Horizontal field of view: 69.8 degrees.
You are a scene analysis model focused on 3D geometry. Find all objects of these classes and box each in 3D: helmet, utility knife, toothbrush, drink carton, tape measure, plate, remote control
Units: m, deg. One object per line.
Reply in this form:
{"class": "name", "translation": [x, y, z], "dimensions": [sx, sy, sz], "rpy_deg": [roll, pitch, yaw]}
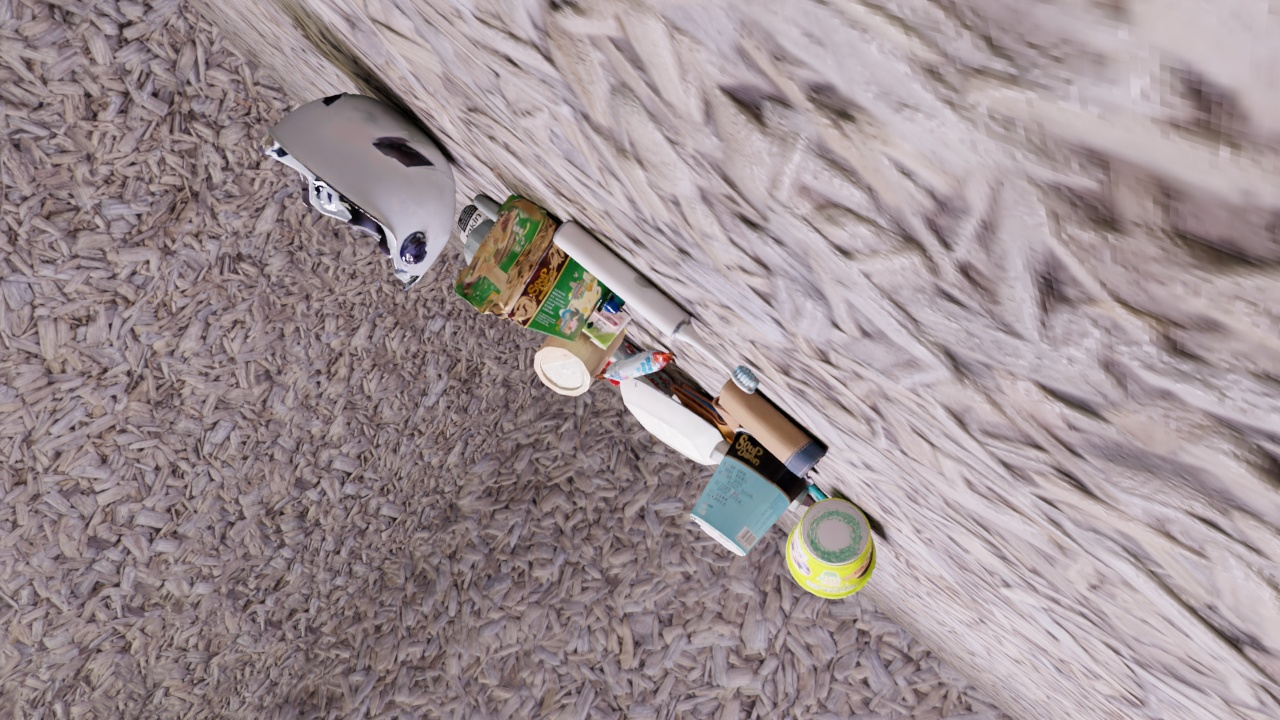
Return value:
{"class": "helmet", "translation": [-0.303, -0.215, 1.061], "dimensions": [0.229, 0.145, 0.259], "rpy_deg": [39, 167, 12]}
{"class": "utility knife", "translation": [0.242, 0.186, 1.211], "dimensions": [0.185, 0.013, 0.029], "rpy_deg": [43, 178, -30]}
{"class": "toothbrush", "translation": [0.013, -0.045, 0.788], "dimensions": [0.221, 0.026, 0.026], "rpy_deg": [40, 142, 13]}
{"class": "drink carton", "translation": [-0.072, -0.072, 1.096], "dimensions": [0.122, 0.053, 0.045], "rpy_deg": [42, 175, -20]}
{"class": "tape measure", "translation": [-0.044, -0.076, 0.993], "dimensions": [0.054, 0.025, 0.058], "rpy_deg": [45, 171, -21]}
{"class": "plate", "translation": [0.047, 0.094, 1.308], "dimensions": [0.162, 0.034, 0.266], "rpy_deg": [30, 171, 19]}
{"class": "remote control", "translation": [0.155, 0.150, 1.210], "dimensions": [0.135, 0.019, 0.056], "rpy_deg": [31, -161, 14]}

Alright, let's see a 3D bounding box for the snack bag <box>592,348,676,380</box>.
{"class": "snack bag", "translation": [-0.007, 0.007, 1.124], "dimensions": [0.045, 0.105, 0.026], "rpy_deg": [8, -114, -76]}

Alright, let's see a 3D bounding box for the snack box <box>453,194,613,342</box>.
{"class": "snack box", "translation": [-0.102, -0.083, 0.933], "dimensions": [0.105, 0.118, 0.117], "rpy_deg": [31, -177, -40]}

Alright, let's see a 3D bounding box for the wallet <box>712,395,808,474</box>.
{"class": "wallet", "translation": [0.146, 0.094, 1.104], "dimensions": [0.115, 0.020, 0.101], "rpy_deg": [34, 171, 36]}

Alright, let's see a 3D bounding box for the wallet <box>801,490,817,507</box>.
{"class": "wallet", "translation": [0.193, 0.173, 1.302], "dimensions": [0.096, 0.020, 0.122], "rpy_deg": [15, 160, 47]}

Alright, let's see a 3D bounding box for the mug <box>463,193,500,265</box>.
{"class": "mug", "translation": [-0.168, -0.142, 1.155], "dimensions": [0.103, 0.083, 0.124], "rpy_deg": [39, 149, 42]}

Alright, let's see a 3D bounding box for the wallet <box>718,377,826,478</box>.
{"class": "wallet", "translation": [0.126, 0.065, 0.894], "dimensions": [0.115, 0.033, 0.090], "rpy_deg": [41, 173, 12]}

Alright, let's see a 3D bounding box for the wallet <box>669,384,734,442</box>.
{"class": "wallet", "translation": [0.099, 0.077, 1.271], "dimensions": [0.119, 0.035, 0.130], "rpy_deg": [30, 171, 32]}

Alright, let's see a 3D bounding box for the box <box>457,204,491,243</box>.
{"class": "box", "translation": [-0.191, -0.162, 1.331], "dimensions": [0.162, 0.076, 0.086], "rpy_deg": [37, -154, 15]}

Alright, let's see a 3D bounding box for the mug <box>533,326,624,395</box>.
{"class": "mug", "translation": [-0.086, -0.033, 1.162], "dimensions": [0.084, 0.103, 0.125], "rpy_deg": [-8, 123, 33]}

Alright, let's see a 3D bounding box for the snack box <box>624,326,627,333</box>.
{"class": "snack box", "translation": [-0.086, -0.082, 1.253], "dimensions": [0.140, 0.033, 0.087], "rpy_deg": [41, 176, -23]}

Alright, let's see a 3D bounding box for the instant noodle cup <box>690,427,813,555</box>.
{"class": "instant noodle cup", "translation": [0.122, 0.157, 1.068], "dimensions": [0.111, 0.120, 0.111], "rpy_deg": [37, 170, 7]}

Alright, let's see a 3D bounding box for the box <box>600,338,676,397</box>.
{"class": "box", "translation": [-0.031, -0.004, 1.401], "dimensions": [0.201, 0.069, 0.158], "rpy_deg": [41, 170, 5]}

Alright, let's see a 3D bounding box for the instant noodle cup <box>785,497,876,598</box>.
{"class": "instant noodle cup", "translation": [0.231, 0.219, 1.099], "dimensions": [0.112, 0.111, 0.123], "rpy_deg": [39, 168, 22]}
